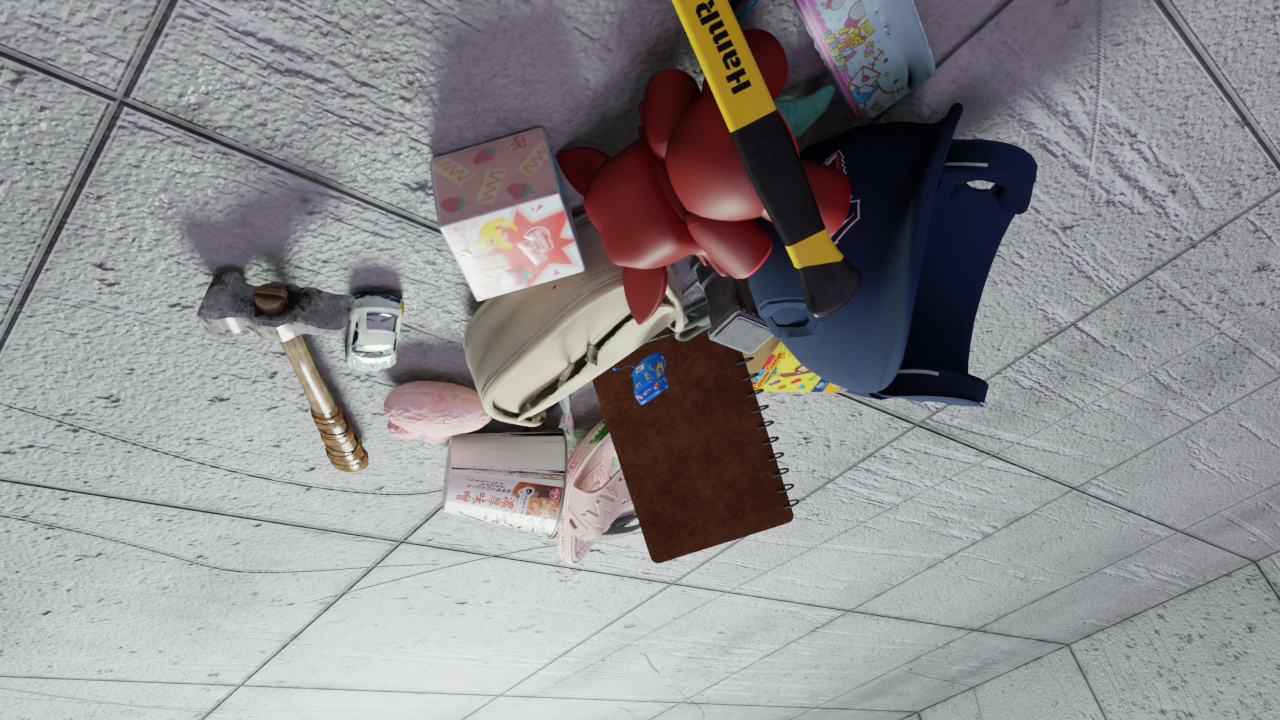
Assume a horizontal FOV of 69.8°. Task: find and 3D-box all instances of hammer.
[{"bbox_3d":[0.191,-0.022,0.925,0.321,0.098,0.044,19,132,-33],"label":"hammer"},{"bbox_3d":[0.053,-0.174,0.567,0.170,0.034,0.324,-26,102,4],"label":"hammer"},{"bbox_3d":[0.006,0.142,1.172,0.119,0.030,0.332,10,135,-32],"label":"hammer"},{"bbox_3d":[-0.304,0.029,0.865,0.121,0.048,0.319,7,148,1],"label":"hammer"}]

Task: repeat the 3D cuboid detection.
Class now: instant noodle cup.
[{"bbox_3d":[-0.153,0.130,1.019,0.121,0.123,0.124,7,140,-14],"label":"instant noodle cup"}]

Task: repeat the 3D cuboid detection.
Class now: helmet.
[{"bbox_3d":[0.197,-0.088,0.744,0.223,0.232,0.272,15,171,6],"label":"helmet"}]

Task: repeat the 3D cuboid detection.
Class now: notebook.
[{"bbox_3d":[0.058,0.082,0.963,0.167,0.225,0.024,-18,-176,2],"label":"notebook"}]

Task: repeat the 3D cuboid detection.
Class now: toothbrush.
[{"bbox_3d":[-0.083,0.047,1.009,0.022,0.015,0.155,10,146,13],"label":"toothbrush"}]

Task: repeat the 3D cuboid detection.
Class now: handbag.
[{"bbox_3d":[-0.055,-0.009,0.845,0.229,0.131,0.184,-30,151,16],"label":"handbag"}]

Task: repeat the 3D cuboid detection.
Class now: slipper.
[{"bbox_3d":[-0.052,0.172,1.097,0.094,0.064,0.240,-42,154,-39],"label":"slipper"}]

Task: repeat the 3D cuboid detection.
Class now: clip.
[{"bbox_3d":[0.066,-0.046,0.927,0.076,0.044,0.023,-25,142,16],"label":"clip"}]

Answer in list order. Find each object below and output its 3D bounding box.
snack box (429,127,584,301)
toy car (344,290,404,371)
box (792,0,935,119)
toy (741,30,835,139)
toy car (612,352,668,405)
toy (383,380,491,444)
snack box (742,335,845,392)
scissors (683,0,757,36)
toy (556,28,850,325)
[{"bbox_3d":[-0.104,-0.114,0.726,0.095,0.079,0.093,-16,145,0],"label":"snack box"},{"bbox_3d":[-0.244,-0.022,0.841,0.048,0.033,0.106,-1,143,-22],"label":"toy car"},{"bbox_3d":[0.154,-0.253,0.654,0.076,0.033,0.214,-32,147,15],"label":"box"},{"bbox_3d":[0.092,-0.202,0.719,0.105,0.033,0.085,19,130,-29],"label":"toy"},{"bbox_3d":[-0.005,0.005,0.867,0.033,0.091,0.062,-35,114,16],"label":"toy car"},{"bbox_3d":[-0.215,0.058,0.947,0.108,0.053,0.105,9,149,-31],"label":"toy"},{"bbox_3d":[0.184,-0.008,1.012,0.125,0.040,0.088,2,141,-22],"label":"snack box"},{"bbox_3d":[0.090,-0.275,0.633,0.136,0.019,0.138,-18,144,0],"label":"scissors"},{"bbox_3d":[0.038,-0.130,0.680,0.198,0.158,0.120,-25,-177,41],"label":"toy"}]
